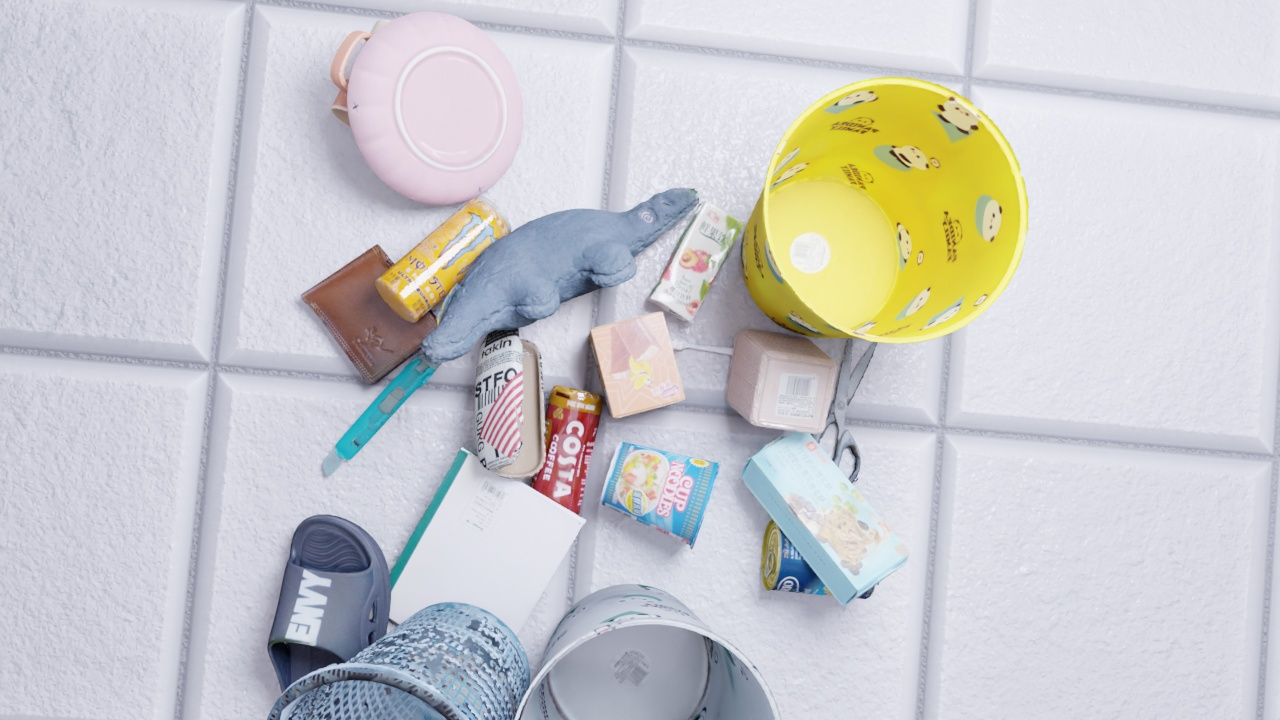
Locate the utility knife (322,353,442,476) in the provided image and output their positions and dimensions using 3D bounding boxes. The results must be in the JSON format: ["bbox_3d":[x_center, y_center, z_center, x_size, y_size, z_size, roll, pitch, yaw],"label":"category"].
[{"bbox_3d":[-0.278,0.056,0.983,0.029,0.013,0.174,42,86,-1],"label":"utility knife"}]

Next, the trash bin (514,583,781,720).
[{"bbox_3d":[-0.004,0.329,0.877,0.229,0.252,0.229,0,89,-5],"label":"trash bin"}]

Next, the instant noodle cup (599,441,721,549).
[{"bbox_3d":[0.018,0.136,0.968,0.110,0.099,0.099,18,87,4],"label":"instant noodle cup"}]

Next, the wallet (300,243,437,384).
[{"bbox_3d":[-0.284,-0.049,0.978,0.101,0.032,0.124,-37,91,-2],"label":"wallet"}]

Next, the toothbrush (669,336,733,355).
[{"bbox_3d":[0.114,-0.008,1.012,0.180,0.016,0.016,8,95,-4],"label":"toothbrush"}]

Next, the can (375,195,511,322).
[{"bbox_3d":[-0.203,-0.106,0.952,0.058,0.058,0.145,45,69,-2],"label":"can"}]

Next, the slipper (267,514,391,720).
[{"bbox_3d":[-0.319,0.294,0.934,0.111,0.083,0.268,2,92,4],"label":"slipper"}]

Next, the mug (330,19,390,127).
[{"bbox_3d":[-0.268,-0.291,0.945,0.082,0.114,0.106,21,84,26],"label":"mug"}]

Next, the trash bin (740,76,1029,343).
[{"bbox_3d":[0.210,-0.123,0.900,0.229,0.255,0.229,0,88,-3],"label":"trash bin"}]

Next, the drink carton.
[{"bbox_3d":[0.059,-0.107,0.996,0.053,0.045,0.122,29,87,-8],"label":"drink carton"}]

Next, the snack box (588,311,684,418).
[{"bbox_3d":[-0.006,0.006,0.964,0.077,0.093,0.094,-15,89,-5],"label":"snack box"}]

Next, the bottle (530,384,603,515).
[{"bbox_3d":[-0.084,0.116,0.973,0.057,0.057,0.175,12,88,-4],"label":"bottle"}]

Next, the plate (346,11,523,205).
[{"bbox_3d":[-0.198,-0.255,0.935,0.192,0.039,0.192,-9,105,-34],"label":"plate"}]

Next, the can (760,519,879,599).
[{"bbox_3d":[0.192,0.213,0.982,0.111,0.075,0.075,6,88,-4],"label":"can"}]

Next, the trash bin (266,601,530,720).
[{"bbox_3d":[-0.205,0.341,0.874,0.227,0.194,0.227,3,104,12],"label":"trash bin"}]

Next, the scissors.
[{"bbox_3d":[0.217,0.055,1.020,0.162,0.014,0.165,-22,90,-6],"label":"scissors"}]

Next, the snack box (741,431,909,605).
[{"bbox_3d":[0.186,0.157,0.940,0.074,0.052,0.175,-27,65,-24],"label":"snack box"}]

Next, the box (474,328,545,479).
[{"bbox_3d":[-0.131,0.045,0.954,0.076,0.086,0.163,-25,58,28],"label":"box"}]

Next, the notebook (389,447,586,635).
[{"bbox_3d":[-0.171,0.214,0.955,0.150,0.012,0.209,31,102,2],"label":"notebook"}]

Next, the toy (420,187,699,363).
[{"bbox_3d":[-0.090,-0.096,0.938,0.355,0.138,0.091,-33,117,-28],"label":"toy"}]

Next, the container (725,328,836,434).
[{"bbox_3d":[0.147,0.024,0.957,0.090,0.111,0.090,9,100,-7],"label":"container"}]
